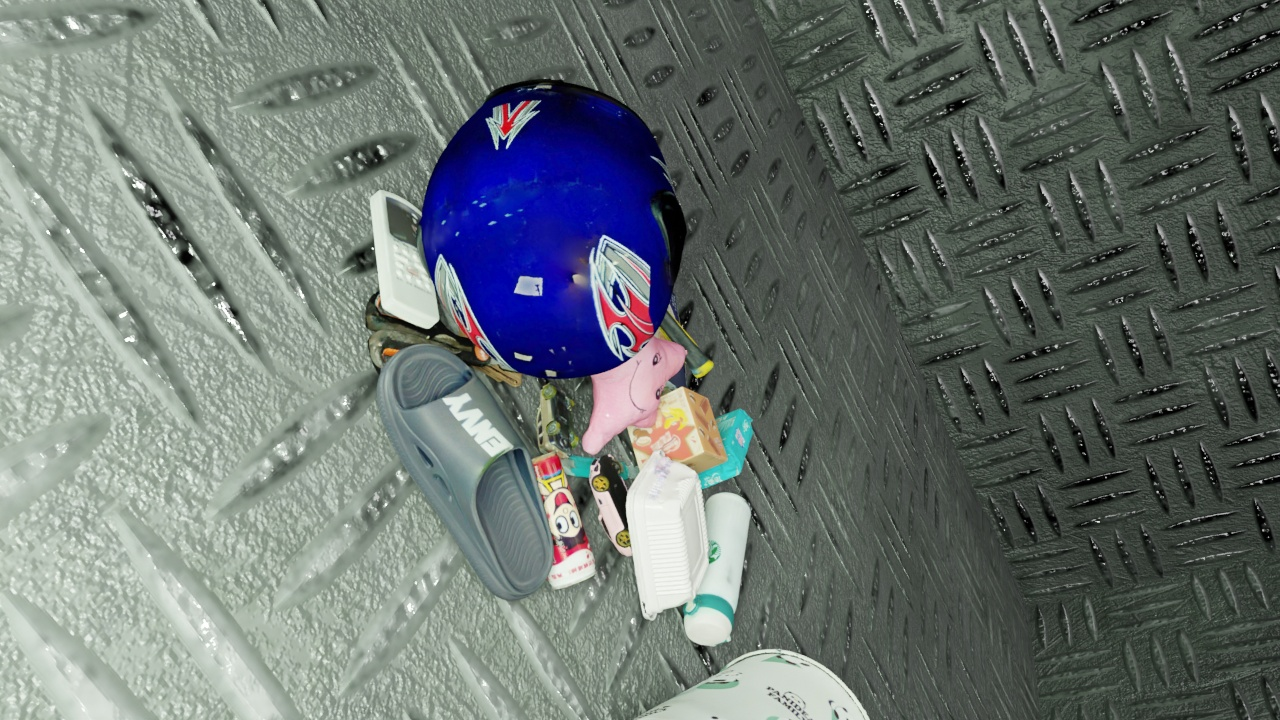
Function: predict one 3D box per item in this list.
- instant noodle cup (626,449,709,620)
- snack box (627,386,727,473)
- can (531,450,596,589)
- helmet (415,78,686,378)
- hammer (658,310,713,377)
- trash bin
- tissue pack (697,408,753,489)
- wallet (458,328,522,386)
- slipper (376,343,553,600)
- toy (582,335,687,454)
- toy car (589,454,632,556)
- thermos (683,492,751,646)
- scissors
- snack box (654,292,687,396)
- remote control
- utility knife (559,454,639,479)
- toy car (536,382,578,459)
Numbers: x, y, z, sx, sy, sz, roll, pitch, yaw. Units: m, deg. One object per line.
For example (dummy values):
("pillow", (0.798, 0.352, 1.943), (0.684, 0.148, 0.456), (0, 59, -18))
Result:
("instant noodle cup", (0.038, 0.206, 1.090), (0.137, 0.060, 0.173), (-51, 135, -62))
("snack box", (0.045, 0.100, 1.192), (0.077, 0.093, 0.094), (26, 43, -58))
("can", (-0.090, 0.163, 0.942), (0.053, 0.053, 0.132), (-12, 82, -64))
("helmet", (-0.075, -0.099, 0.896), (0.315, 0.247, 0.240), (57, 32, -61))
("hammer", (-0.017, -0.108, 1.169), (0.323, 0.032, 0.126), (51, 0, -6))
("trash bin", (0.090, 0.426, 0.915), (0.251, 0.230, 0.229), (10, 62, -55))
("tissue pack", (0.107, 0.126, 1.304), (0.050, 0.093, 0.133), (57, 29, -14))
("wallet", (-0.158, -0.038, 0.987), (0.090, 0.033, 0.115), (35, 42, -45))
("slipper", (-0.137, 0.100, 0.843), (0.110, 0.083, 0.268), (-42, 113, -47))
("toy", (-0.007, 0.006, 1.099), (0.178, 0.075, 0.195), (-25, 126, -40))
("toy car", (-0.030, 0.169, 1.069), (0.122, 0.037, 0.056), (68, 21, -8))
("thermos", (0.101, 0.273, 1.214), (0.073, 0.073, 0.223), (56, 29, -24))
("scissors", (-0.173, -0.023, 0.913), (0.234, 0.022, 0.143), (-19, 82, -54))
("snack box", (-0.003, -0.051, 1.280), (0.182, 0.046, 0.177), (37, 40, -48))
("remote control", (-0.226, -0.100, 0.880), (0.058, 0.021, 0.149), (28, 37, -48))
("utility knife", (-0.035, 0.131, 1.117), (0.223, 0.013, 0.029), (18, 54, -59))
("toy car", (-0.096, 0.066, 1.024), (0.042, 0.035, 0.090), (43, 30, -45))
